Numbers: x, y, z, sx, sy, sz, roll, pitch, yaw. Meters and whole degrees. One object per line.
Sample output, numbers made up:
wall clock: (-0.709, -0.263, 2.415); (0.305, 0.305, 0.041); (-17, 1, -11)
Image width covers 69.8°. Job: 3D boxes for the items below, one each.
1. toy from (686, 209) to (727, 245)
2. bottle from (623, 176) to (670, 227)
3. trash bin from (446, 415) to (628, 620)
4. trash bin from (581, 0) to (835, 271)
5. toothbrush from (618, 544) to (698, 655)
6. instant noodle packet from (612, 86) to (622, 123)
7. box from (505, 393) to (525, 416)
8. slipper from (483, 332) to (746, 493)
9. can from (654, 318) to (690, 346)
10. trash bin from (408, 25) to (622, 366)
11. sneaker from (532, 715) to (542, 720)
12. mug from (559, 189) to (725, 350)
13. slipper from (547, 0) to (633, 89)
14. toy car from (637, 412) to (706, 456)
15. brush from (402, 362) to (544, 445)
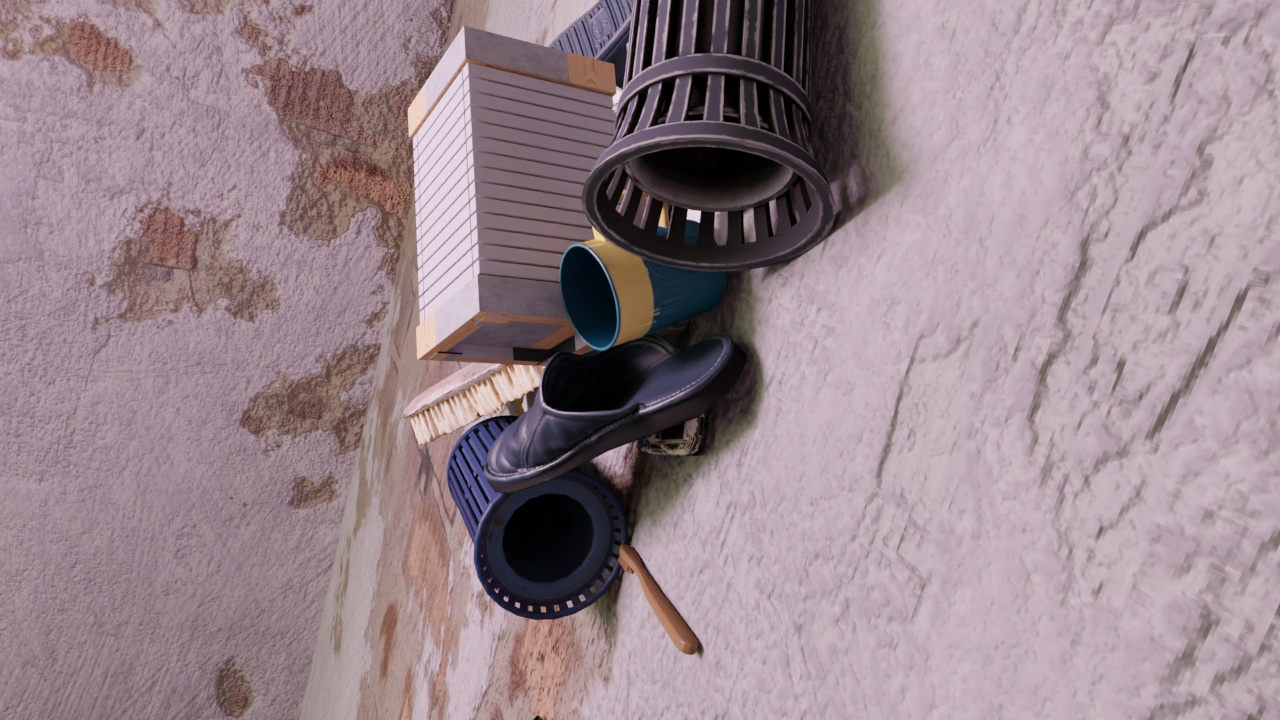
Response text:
toy: (0.052, -0.116, 0.761); (0.076, 0.037, 0.126); (-118, 37, -46)
bottle: (0.011, -0.172, 0.868); (0.051, 0.051, 0.146); (-114, 41, -55)
trash bin: (-0.116, 0.142, 0.922); (0.249, 0.139, 0.139); (-152, 74, -69)
trash bin: (0.054, -0.202, 0.644); (0.165, 0.164, 0.227); (144, 136, -59)
toothbrush: (0.011, 0.193, 0.750); (0.167, 0.016, 0.016); (-141, 65, -66)
instant noodle packet: (-0.030, -0.231, 0.918); (0.087, 0.026, 0.134); (-69, 28, 16)
box: (-0.177, -0.015, 1.135); (0.129, 0.034, 0.210); (-104, -3, -59)
slipper: (-0.043, 0.024, 0.740); (0.266, 0.083, 0.108); (-26, 22, 37)
can: (-0.005, 0.005, 0.822); (0.054, 0.054, 0.136); (-109, 36, -51)
trash bin: (-0.110, -0.133, 0.814); (0.143, 0.142, 0.246); (-26, 66, 54)
sneaker: (-0.031, 0.356, 0.693); (0.238, 0.142, 0.101); (24, 128, 35)
mug: (0.001, -0.076, 0.712); (0.083, 0.107, 0.114); (22, 125, 54)
slipper: (-0.033, -0.342, 1.030); (0.264, 0.082, 0.101); (-37, 48, 32)
toy car: (0.019, 0.054, 0.760); (0.113, 0.040, 0.048); (166, 114, -66)
brush: (-0.167, 0.026, 1.005); (0.272, 0.056, 0.083); (-26, 10, 38)
